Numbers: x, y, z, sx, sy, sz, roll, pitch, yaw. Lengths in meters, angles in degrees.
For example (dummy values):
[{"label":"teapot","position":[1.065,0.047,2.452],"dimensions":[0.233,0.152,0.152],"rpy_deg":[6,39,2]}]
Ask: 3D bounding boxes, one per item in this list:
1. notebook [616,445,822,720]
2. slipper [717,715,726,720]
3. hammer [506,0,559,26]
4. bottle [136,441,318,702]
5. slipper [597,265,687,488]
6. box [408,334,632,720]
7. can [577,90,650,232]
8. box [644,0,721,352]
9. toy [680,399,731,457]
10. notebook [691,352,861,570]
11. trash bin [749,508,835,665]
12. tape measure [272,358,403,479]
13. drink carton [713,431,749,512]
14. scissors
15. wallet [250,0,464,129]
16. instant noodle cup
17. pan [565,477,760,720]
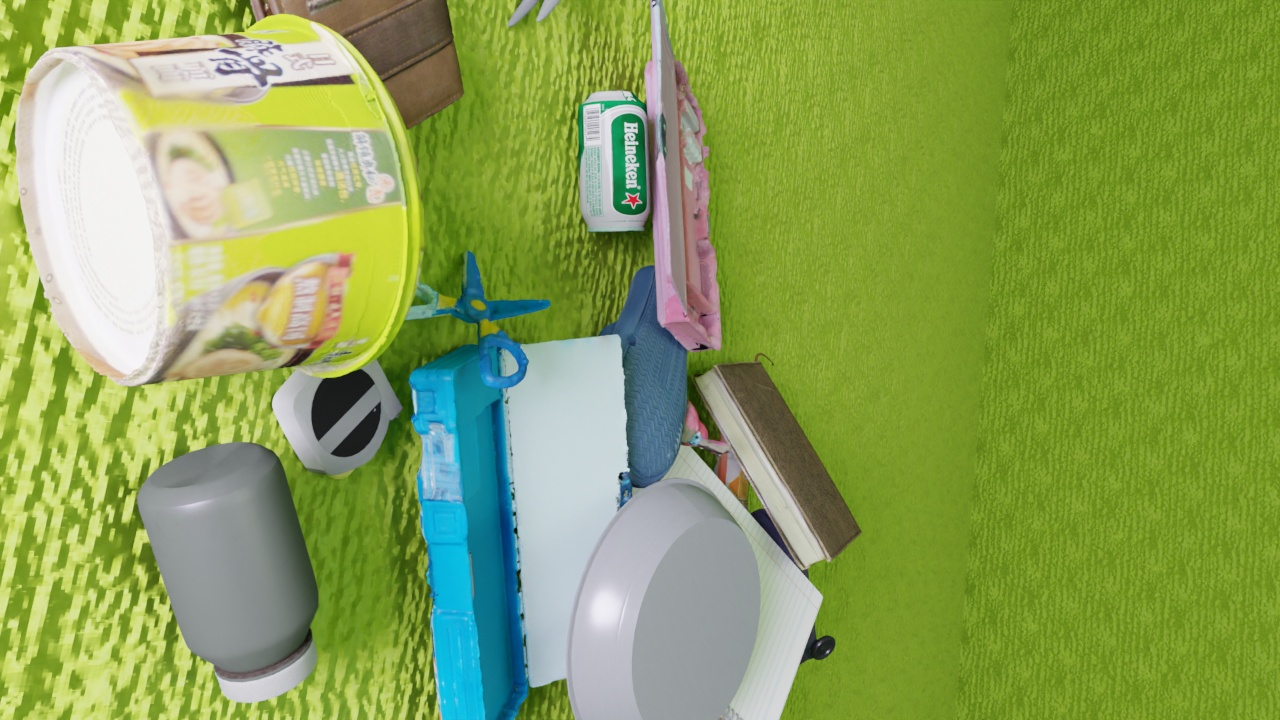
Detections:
[{"label":"notebook","position":[0.056,0.185,0.782],"dimensions":[0.245,0.013,0.177],"rpy_deg":[49,43,-12]},{"label":"slipper","position":[0.098,0.370,0.927],"dimensions":[0.196,0.082,0.093],"rpy_deg":[-21,110,-57]},{"label":"hammer","position":[-0.130,-0.268,0.501],"dimensions":[0.310,0.030,0.125],"rpy_deg":[-15,105,-59]},{"label":"bottle","position":[-0.180,0.095,0.412],"dimensions":[0.060,0.060,0.108],"rpy_deg":[-37,124,-54]},{"label":"slipper","position":[-0.004,0.004,0.729],"dimensions":[0.104,0.059,0.213],"rpy_deg":[57,30,-36]},{"label":"box","position":[-0.080,0.110,0.592],"dimensions":[0.169,0.071,0.244],"rpy_deg":[-16,107,-50]},{"label":"can","position":[-0.020,-0.147,0.687],"dimensions":[0.053,0.053,0.101],"rpy_deg":[-15,105,-60]},{"label":"box","position":[0.024,-0.138,0.713],"dimensions":[0.179,0.039,0.232],"rpy_deg":[49,36,-67]},{"label":"toy","position":[0.029,0.049,0.793],"dimensions":[0.065,0.050,0.102],"rpy_deg":[38,15,-39]},{"label":"notebook","position":[0.147,0.093,0.924],"dimensions":[0.215,0.035,0.189],"rpy_deg":[60,24,12]},{"label":"trash bin","position":[0.128,0.237,0.933],"dimensions":[0.092,0.094,0.161],"rpy_deg":[-26,126,-18]},{"label":"tape measure","position":[-0.159,0.025,0.488],"dimensions":[0.064,0.017,0.064],"rpy_deg":[-56,139,-43]},{"label":"drink carton","position":[0.096,0.095,0.949],"dimensions":[0.069,0.039,0.122],"rpy_deg":[33,58,-57]},{"label":"scissors","position":[-0.104,-0.029,0.538],"dimensions":[0.127,0.015,0.125],"rpy_deg":[18,33,-26]},{"label":"wallet","position":[-0.140,-0.164,0.477],"dimensions":[0.120,0.027,0.099],"rpy_deg":[-49,146,-41]},{"label":"instant noodle cup","position":[-0.163,-0.058,0.352],"dimensions":[0.097,0.146,0.146],"rpy_deg":[-18,108,-48]},{"label":"pan","position":[0.021,0.263,0.659],"dimensions":[0.200,0.051,0.356],"rpy_deg":[-3,96,-51]}]
